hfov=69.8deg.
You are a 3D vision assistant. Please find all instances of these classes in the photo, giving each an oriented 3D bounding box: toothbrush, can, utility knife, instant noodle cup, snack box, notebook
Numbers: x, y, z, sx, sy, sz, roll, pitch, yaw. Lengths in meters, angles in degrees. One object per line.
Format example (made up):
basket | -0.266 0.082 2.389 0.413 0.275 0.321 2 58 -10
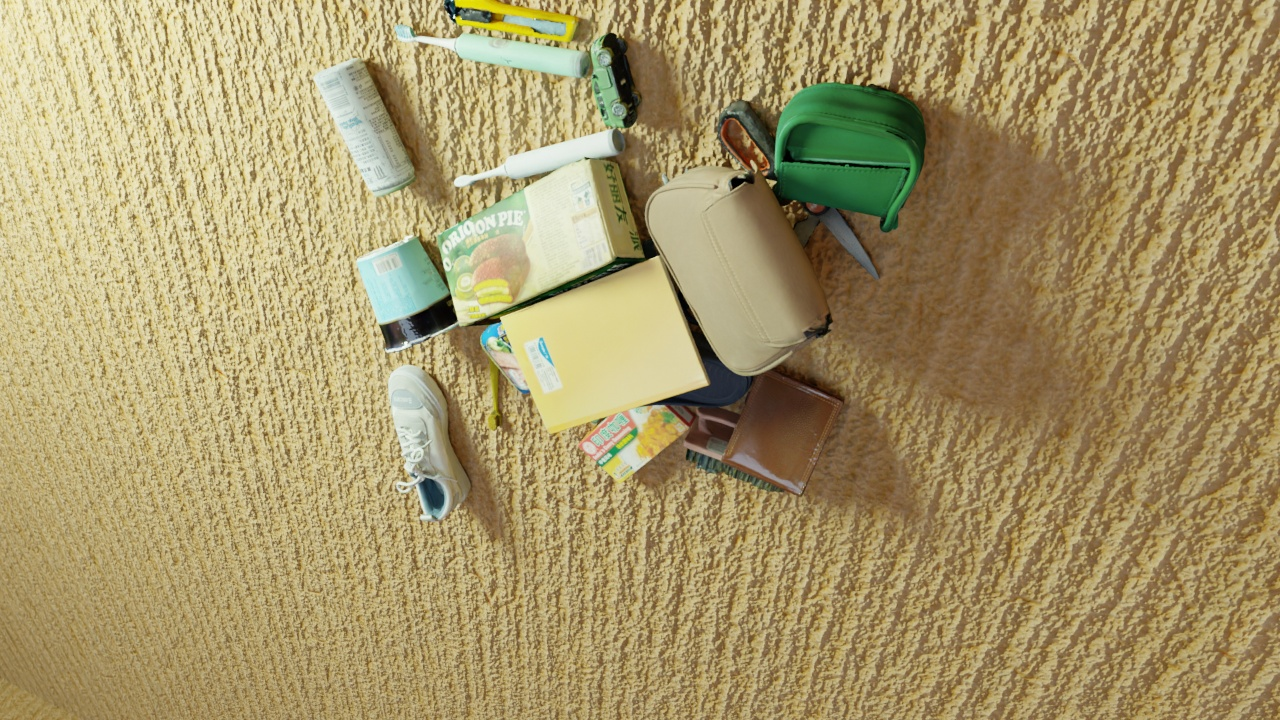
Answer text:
toothbrush | -0.195 0.017 1.207 0.016 0.016 0.190 17 128 16
can | -0.135 -0.015 1.129 0.083 0.057 0.102 -24 109 39
utility knife | -0.132 -0.344 0.920 0.154 0.015 0.033 15 131 17
toothbrush | -0.116 -0.214 0.997 0.221 0.026 0.027 -7 94 31
can | -0.310 -0.263 1.042 0.058 0.058 0.147 -6 119 30
instant noodle cup | -0.289 -0.086 1.134 0.111 0.111 0.120 -13 107 33
toothbrush | -0.156 -0.320 0.944 0.225 0.026 0.027 15 149 18
snack box | -0.115 -0.124 1.008 0.241 0.063 0.114 -20 83 36
notebook | -0.042 -0.012 0.985 0.207 0.010 0.146 -19 97 26
snack box | -0.007 0.090 1.155 0.077 0.026 0.156 43 131 -4

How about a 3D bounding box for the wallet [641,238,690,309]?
wallet | 0.069 -0.107 0.976 0.115 0.033 0.090 -20 111 32

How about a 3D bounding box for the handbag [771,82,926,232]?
handbag | 0.183 -0.180 0.823 0.131 0.067 0.120 15 138 10

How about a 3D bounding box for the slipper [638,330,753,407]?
slipper | -0.006 0.006 1.027 0.268 0.083 0.111 14 133 -1

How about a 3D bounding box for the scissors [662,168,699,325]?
scissors | 0.070 -0.113 0.946 0.140 0.012 0.171 21 123 14

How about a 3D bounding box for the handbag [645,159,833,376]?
handbag | 0.098 -0.091 0.870 0.148 0.099 0.204 -6 116 60

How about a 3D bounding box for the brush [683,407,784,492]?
brush | 0.127 0.104 1.074 0.146 0.063 0.073 21 126 12

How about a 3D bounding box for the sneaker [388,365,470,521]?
sneaker | -0.314 0.124 1.297 0.090 0.090 0.242 3 123 25

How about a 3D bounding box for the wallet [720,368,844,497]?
wallet | 0.157 0.078 1.024 0.101 0.032 0.124 24 97 13

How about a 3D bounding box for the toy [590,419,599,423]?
toy | -0.076 0.051 1.150 0.096 0.030 0.092 -11 135 -7

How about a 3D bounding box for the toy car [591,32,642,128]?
toy car | -0.027 -0.273 0.899 0.036 0.043 0.091 3 123 26

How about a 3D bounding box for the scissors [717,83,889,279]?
scissors | 0.166 -0.172 0.885 0.221 0.021 0.235 35 130 1
